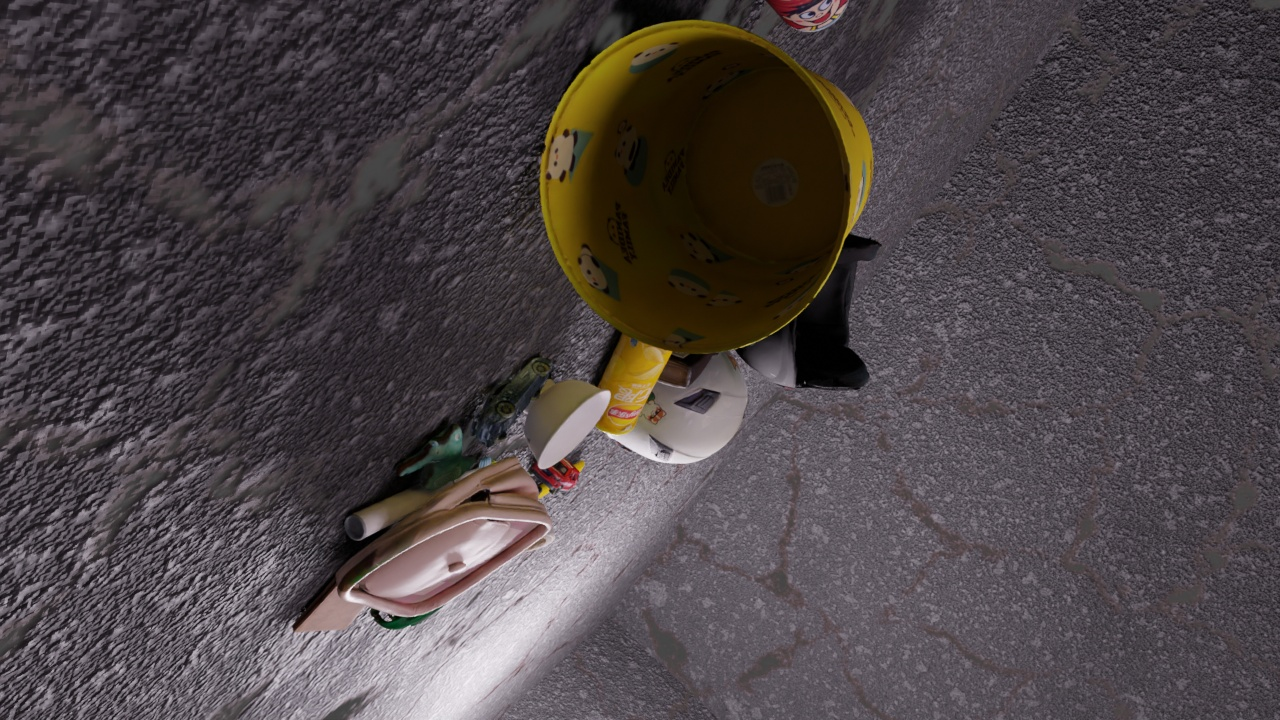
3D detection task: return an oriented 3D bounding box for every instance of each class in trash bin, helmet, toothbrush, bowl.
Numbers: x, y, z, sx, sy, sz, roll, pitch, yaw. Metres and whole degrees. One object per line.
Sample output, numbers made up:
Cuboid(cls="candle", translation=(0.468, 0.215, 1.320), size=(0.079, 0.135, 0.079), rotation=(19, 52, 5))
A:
Cuboid(cls="trash bin", translation=(0.078, -0.148, 0.749), size=(0.230, 0.229, 0.254), rotation=(-56, 171, 26))
Cuboid(cls="helmet", translation=(0.229, -0.077, 1.360), size=(0.273, 0.230, 0.234), rotation=(-25, 120, -53))
Cuboid(cls="helmet", translation=(0.076, 0.074, 1.436), size=(0.230, 0.157, 0.273), rotation=(-54, 165, 17))
Cuboid(cls="toothbrush", translation=(-0.222, 0.139, 0.962), size=(0.220, 0.027, 0.026), rotation=(-22, 123, -61))
Cuboid(cls="bowl", translation=(-0.097, 0.060, 1.057), size=(0.118, 0.065, 0.118), rotation=(-46, 167, -15))

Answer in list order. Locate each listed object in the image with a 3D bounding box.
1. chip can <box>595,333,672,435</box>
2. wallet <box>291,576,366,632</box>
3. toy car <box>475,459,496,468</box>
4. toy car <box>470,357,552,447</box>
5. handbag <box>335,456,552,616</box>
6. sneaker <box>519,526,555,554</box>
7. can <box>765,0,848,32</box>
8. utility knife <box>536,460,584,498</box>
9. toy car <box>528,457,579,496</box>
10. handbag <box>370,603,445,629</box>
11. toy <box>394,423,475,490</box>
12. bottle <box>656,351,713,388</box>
Cuboid(cls="chip can", translation=(-0.007, 0.007, 1.184), size=(0.071, 0.072, 0.214), rotation=(-36, 160, -42))
Cuboid(cls="wallet", translation=(-0.316, 0.252, 0.997), size=(0.101, 0.020, 0.115), rotation=(-48, 164, -5))
Cuboid(cls="toy car", translation=(-0.202, 0.159, 1.069), size=(0.105, 0.032, 0.048), rotation=(-39, 163, -31))
Cuboid(cls="toy car", translation=(-0.133, 0.039, 0.957), size=(0.120, 0.037, 0.054), rotation=(-50, 170, -43))
Cuboid(cls="handbag", translation=(-0.206, 0.177, 0.894), size=(0.193, 0.093, 0.234), rotation=(-35, 167, 7))
Cuboid(cls="sneaker", translation=(-0.180, 0.208, 1.157), size=(0.118, 0.088, 0.242), rotation=(-15, 172, -27))
Cuboid(cls="can", translation=(0.134, -0.316, 0.759), size=(0.067, 0.066, 0.093), rotation=(-53, 165, 17))
Cuboid(cls="utility knife", translation=(-0.127, 0.182, 1.394), size=(0.033, 0.015, 0.156), rotation=(-49, 169, 27))
Cuboid(cls="toy car", translation=(-0.118, 0.158, 1.287), size=(0.045, 0.053, 0.120), rotation=(-51, 169, 0))
Cuboid(cls="handbag", translation=(-0.255, 0.262, 1.076), size=(0.120, 0.068, 0.131), rotation=(-40, 178, -14))
Cuboid(cls="toy", translation=(-0.203, 0.099, 0.918), size=(0.096, 0.030, 0.092), rotation=(-30, 153, -34))
Cuboid(cls="bottle", translation=(0.070, -0.028, 1.310), size=(0.194, 0.080, 0.044), rotation=(-52, 155, -54))
